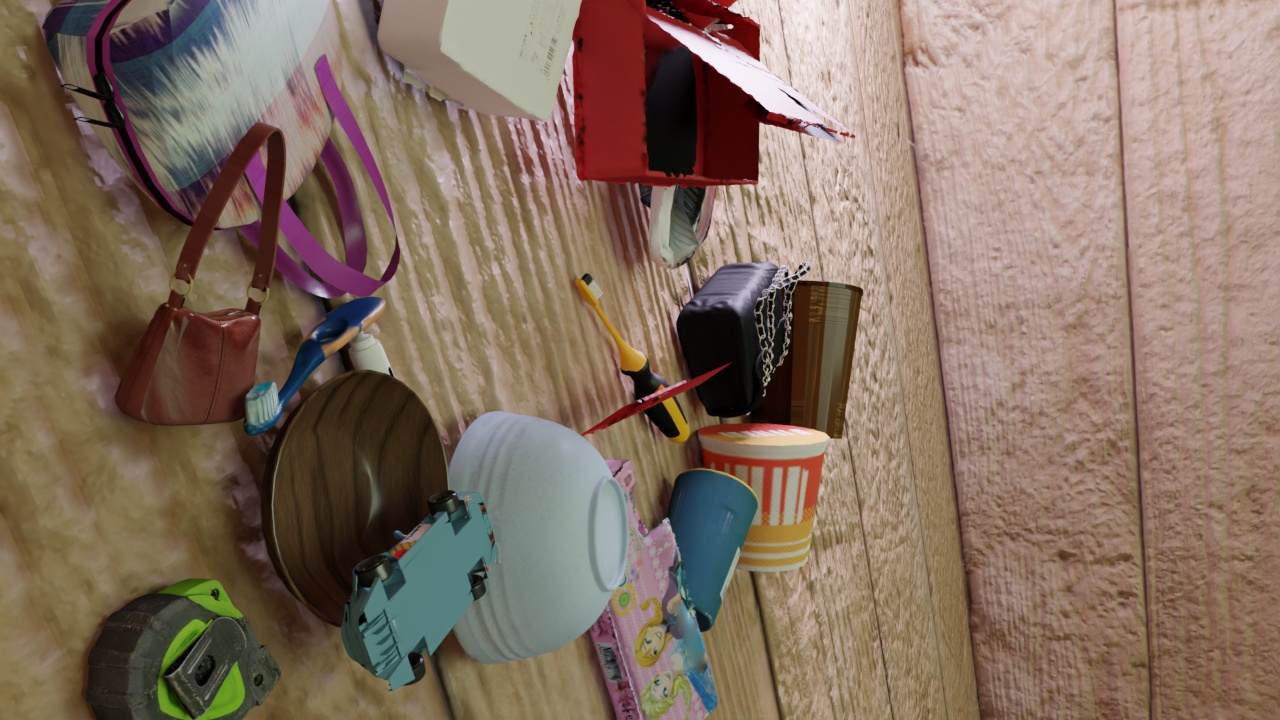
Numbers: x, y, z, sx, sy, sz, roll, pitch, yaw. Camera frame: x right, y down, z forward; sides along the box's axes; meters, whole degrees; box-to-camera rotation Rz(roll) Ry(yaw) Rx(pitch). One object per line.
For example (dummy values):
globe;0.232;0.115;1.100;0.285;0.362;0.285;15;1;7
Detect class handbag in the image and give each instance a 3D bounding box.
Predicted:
handbag;0.114;-0.022;0.904;0.153;0.115;0.125;-53;136;-60
handbag;-0.158;-0.096;0.401;0.170;0.068;0.144;68;29;-46
handbag;-0.162;-0.034;0.356;0.055;0.029;0.120;1;110;-70

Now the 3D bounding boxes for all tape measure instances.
tape measure;-0.173;0.119;0.350;0.058;0.036;0.066;-59;138;-50

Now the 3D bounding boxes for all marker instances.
marker;-0.125;0.045;0.490;0.020;0.017;0.134;-90;165;-66

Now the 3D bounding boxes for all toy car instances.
toy car;-0.105;0.103;0.430;0.107;0.027;0.060;-51;131;-63

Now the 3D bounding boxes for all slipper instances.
slipper;0.028;-0.204;0.797;0.111;0.063;0.263;25;72;-64

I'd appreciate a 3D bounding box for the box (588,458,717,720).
box;0.003;0.190;0.686;0.084;0.063;0.230;-49;130;-57

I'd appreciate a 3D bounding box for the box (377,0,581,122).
box;-0.110;-0.203;0.545;0.108;0.102;0.102;18;87;-57

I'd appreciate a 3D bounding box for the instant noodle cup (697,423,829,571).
instant noodle cup;0.116;0.130;0.886;0.123;0.124;0.121;-10;103;-65

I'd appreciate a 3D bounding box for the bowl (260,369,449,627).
bowl;-0.140;0.065;0.436;0.119;0.032;0.119;-4;90;-65

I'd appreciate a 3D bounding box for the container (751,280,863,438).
container;0.181;0.002;1.037;0.132;0.132;0.167;10;83;-64

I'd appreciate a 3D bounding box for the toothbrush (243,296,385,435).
toothbrush;-0.147;-0.006;0.421;0.134;0.021;0.017;-74;173;-62

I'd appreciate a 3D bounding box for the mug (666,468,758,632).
mug;0.050;0.164;0.783;0.078;0.078;0.121;62;38;-41

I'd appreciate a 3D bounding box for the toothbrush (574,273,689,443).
toothbrush;-0.004;0.004;0.746;0.030;0.031;0.197;-52;133;-22

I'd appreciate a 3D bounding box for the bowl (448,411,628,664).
bowl;-0.051;0.103;0.543;0.150;0.075;0.150;-3;89;-74

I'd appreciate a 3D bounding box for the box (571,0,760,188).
box;0.090;-0.305;0.611;0.212;0.128;0.426;-16;138;-61

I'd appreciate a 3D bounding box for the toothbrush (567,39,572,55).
toothbrush;-0.048;-0.269;0.711;0.015;0.016;0.186;61;34;-41
